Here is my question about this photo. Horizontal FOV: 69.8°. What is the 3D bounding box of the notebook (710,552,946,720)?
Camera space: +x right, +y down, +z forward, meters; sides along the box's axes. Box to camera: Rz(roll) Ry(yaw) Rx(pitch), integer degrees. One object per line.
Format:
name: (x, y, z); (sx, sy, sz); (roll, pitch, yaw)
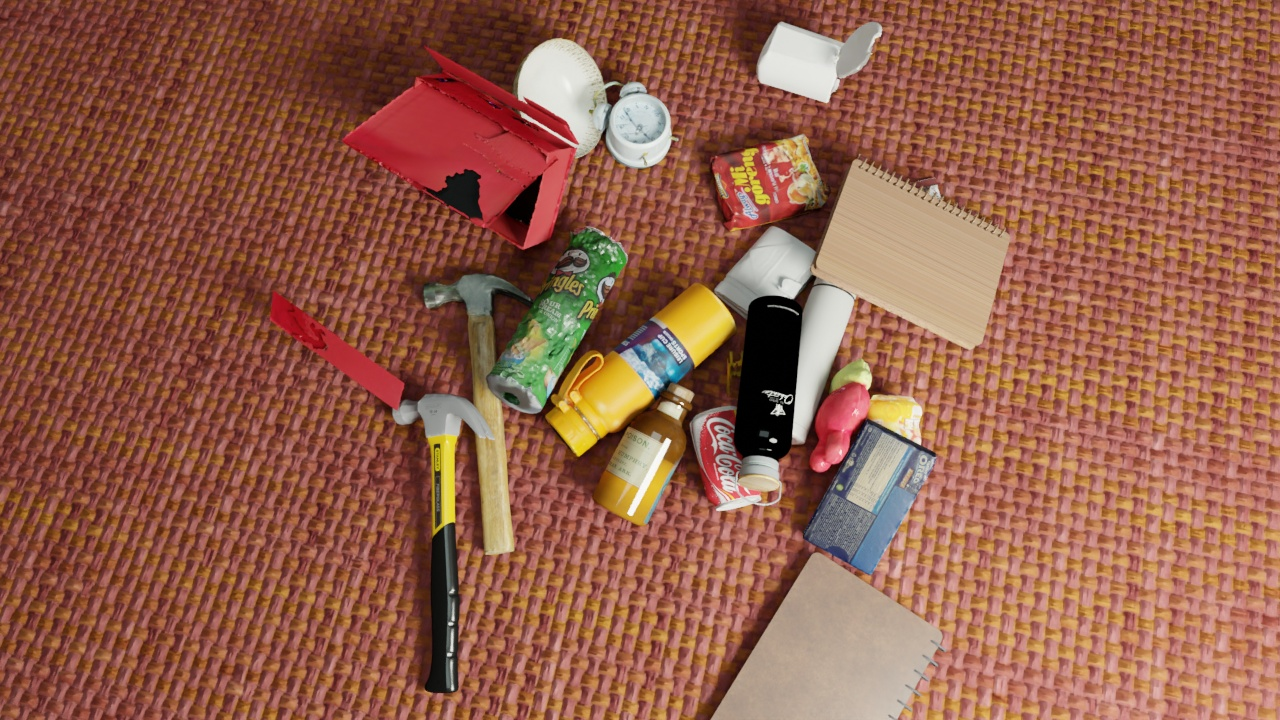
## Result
notebook: (0.195, 0.340, 0.957); (0.167, 0.024, 0.225); (32, 77, 13)

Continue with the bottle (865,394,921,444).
bottle: (0.275, 0.093, 1.010); (0.063, 0.063, 0.109); (4, 86, 4)

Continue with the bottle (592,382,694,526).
bottle: (0.011, 0.098, 1.006); (0.068, 0.068, 0.157); (27, 84, 10)

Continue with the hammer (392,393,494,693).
hammer: (-0.215, 0.194, 1.004); (0.127, 0.029, 0.323); (-10, 76, 27)

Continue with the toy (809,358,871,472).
toy: (0.219, 0.061, 1.006); (0.045, 0.092, 0.135); (24, 66, 0)

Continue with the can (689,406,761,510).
can: (0.095, 0.108, 1.011); (0.064, 0.064, 0.104); (-13, 73, -1)

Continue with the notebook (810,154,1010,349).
notebook: (0.318, -0.129, 1.064); (0.210, 0.022, 0.168); (25, 68, -4)

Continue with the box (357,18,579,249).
box: (-0.173, -0.344, 0.936); (0.215, 0.512, 0.140); (33, 53, 17)

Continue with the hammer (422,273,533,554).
hammer: (-0.174, 0.056, 1.059); (0.132, 0.033, 0.330); (-7, 74, -1)

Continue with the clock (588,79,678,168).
clock: (-0.011, -0.297, 1.143); (0.083, 0.057, 0.117); (-40, 82, -9)

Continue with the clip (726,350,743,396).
clip: (0.114, 0.010, 1.055); (0.044, 0.054, 0.049); (22, 48, 27)

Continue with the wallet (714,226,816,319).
wallet: (0.152, -0.100, 1.090); (0.086, 0.032, 0.116); (34, 78, 14)

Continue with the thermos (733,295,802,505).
thermos: (0.135, 0.044, 0.982); (0.061, 0.061, 0.230); (7, 64, 5)

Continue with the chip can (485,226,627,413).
chip can: (-0.095, -0.047, 1.044); (0.075, 0.076, 0.222); (23, 65, 9)

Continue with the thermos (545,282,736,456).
thermos: (-0.006, 0.006, 1.039); (0.232, 0.076, 0.091); (-40, 91, -9)

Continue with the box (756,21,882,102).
box: (0.214, -0.372, 1.114); (0.137, 0.143, 0.083); (21, 78, 6)

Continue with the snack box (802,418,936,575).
snack box: (0.244, 0.146, 0.980); (0.082, 0.027, 0.150); (29, 105, 9)

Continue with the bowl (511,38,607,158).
bowl: (-0.113, -0.319, 1.137); (0.063, 0.145, 0.145); (6, 69, 44)

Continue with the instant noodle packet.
instant noodle packet: (0.156, -0.219, 1.123); (0.135, 0.040, 0.098); (-14, 80, -3)

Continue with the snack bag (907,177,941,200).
snack bag: (0.353, -0.146, 1.104); (0.057, 0.013, 0.157); (-11, 73, -2)

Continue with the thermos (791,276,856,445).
thermos: (0.199, -0.015, 1.050); (0.052, 0.052, 0.223); (20, 75, 8)
